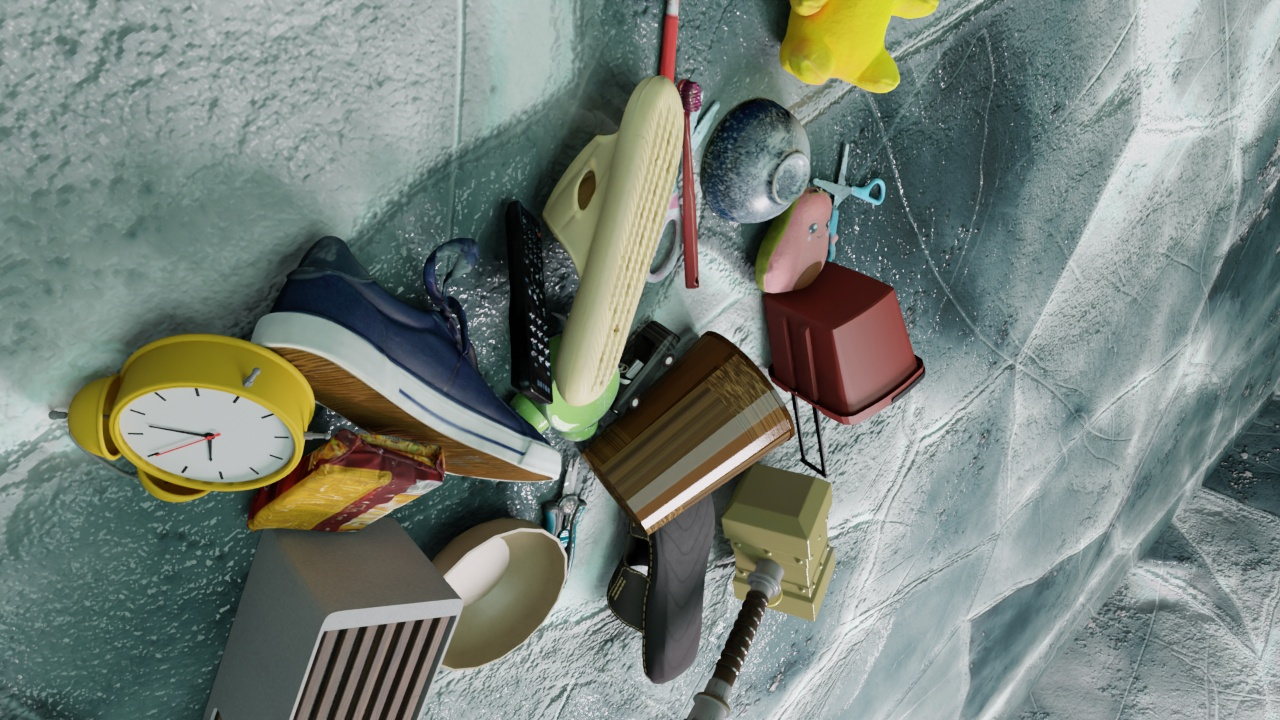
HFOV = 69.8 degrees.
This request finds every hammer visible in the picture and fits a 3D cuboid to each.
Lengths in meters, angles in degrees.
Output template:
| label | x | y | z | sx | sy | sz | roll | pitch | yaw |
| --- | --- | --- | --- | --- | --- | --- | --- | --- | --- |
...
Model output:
| label | x | y | z | sx | sy | sz | roll | pitch | yaw |
| --- | --- | --- | --- | --- | --- | --- | --- | --- | --- |
| hammer | 0.114 | 0.291 | 1.000 | 0.323 | 0.101 | 0.190 | -57 | 147 | -39 |

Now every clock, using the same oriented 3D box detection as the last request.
| label | x | y | z | sx | sy | sz | roll | pitch | yaw |
| --- | --- | --- | --- | --- | --- | --- | --- | --- | --- |
| clock | -0.064 | 0.025 | 0.801 | 0.094 | 0.042 | 0.119 | 13 | 107 | -46 |
| clock | -0.278 | 0.040 | 0.572 | 0.152 | 0.052 | 0.113 | -18 | 137 | 12 |

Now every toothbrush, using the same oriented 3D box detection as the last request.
| label | x | y | z | sx | sy | sz | roll | pitch | yaw |
| --- | --- | --- | --- | --- | --- | --- | --- | --- | --- |
| toothbrush | 0.045 | -0.147 | 0.792 | 0.016 | 0.016 | 0.190 | -28 | 130 | -33 |

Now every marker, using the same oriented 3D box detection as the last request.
| label | x | y | z | sx | sy | sz | roll | pitch | yaw |
| --- | --- | --- | --- | --- | --- | --- | --- | --- | --- |
| marker | 0.026 | -0.280 | 0.709 | 0.012 | 0.013 | 0.142 | -18 | 127 | -35 |

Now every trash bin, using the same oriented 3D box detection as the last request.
| label | x | y | z | sx | sy | sz | roll | pitch | yaw |
| --- | --- | --- | --- | --- | --- | --- | --- | --- | --- |
| trash bin | -0.249 | 0.253 | 0.720 | 0.114 | 0.114 | 0.229 | 8 | 110 | -46 |

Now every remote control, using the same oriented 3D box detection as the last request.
| label | x | y | z | sx | sy | sz | roll | pitch | yaw |
| --- | --- | --- | --- | --- | --- | --- | --- | --- | --- |
| remote control | -0.086 | -0.042 | 0.683 | 0.022 | 0.150 | 0.047 | -10 | 161 | 13 |

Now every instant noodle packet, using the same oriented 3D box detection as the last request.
| label | x | y | z | sx | sy | sz | roll | pitch | yaw |
| --- | --- | --- | --- | --- | --- | --- | --- | --- | --- |
| instant noodle packet | -0.212 | 0.090 | 0.662 | 0.136 | 0.039 | 0.098 | -31 | 154 | 36 |

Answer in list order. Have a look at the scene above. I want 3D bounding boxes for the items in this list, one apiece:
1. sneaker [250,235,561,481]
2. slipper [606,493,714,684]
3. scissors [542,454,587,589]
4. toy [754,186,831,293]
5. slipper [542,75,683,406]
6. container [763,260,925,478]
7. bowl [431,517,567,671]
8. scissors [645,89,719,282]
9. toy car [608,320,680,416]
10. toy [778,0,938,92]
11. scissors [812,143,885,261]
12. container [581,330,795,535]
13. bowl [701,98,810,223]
| label | x | y | z | sx | sy | sz | roll | pitch | yaw |
| --- | --- | --- | --- | --- | --- | --- | --- | --- | --- |
| sneaker | -0.146 | 0.003 | 0.688 | 0.294 | 0.121 | 0.127 | 45 | 48 | -48 |
| slipper | 0.019 | 0.219 | 0.988 | 0.112 | 0.076 | 0.268 | -16 | 111 | -47 |
| scissors | -0.076 | 0.165 | 0.899 | 0.127 | 0.019 | 0.142 | -43 | 132 | -17 |
| toy | 0.153 | -0.119 | 0.904 | 0.089 | 0.051 | 0.110 | -12 | 122 | -40 |
| slipper | -0.034 | -0.095 | 0.723 | 0.111 | 0.079 | 0.261 | -8 | 114 | -70 |
| container | 0.213 | 0.011 | 0.974 | 0.126 | 0.148 | 0.201 | -32 | 125 | -17 |
| bowl | -0.143 | 0.204 | 0.836 | 0.152 | 0.050 | 0.152 | -23 | 130 | -31 |
| scissors | 0.033 | -0.149 | 0.804 | 0.103 | 0.016 | 0.179 | 31 | 90 | -48 |
| toy car | -0.005 | 0.005 | 0.843 | 0.092 | 0.040 | 0.037 | -51 | 138 | -1 |
| toy | 0.179 | -0.327 | 0.770 | 0.134 | 0.087 | 0.194 | -7 | 118 | -20 |
| scissors | 0.220 | -0.167 | 0.967 | 0.133 | 0.015 | 0.135 | -24 | 136 | -33 |
| container | 0.040 | 0.074 | 0.874 | 0.167 | 0.132 | 0.132 | -38 | 136 | -11 |
| bowl | 0.117 | -0.173 | 0.829 | 0.114 | 0.061 | 0.114 | -24 | 130 | -32 |
